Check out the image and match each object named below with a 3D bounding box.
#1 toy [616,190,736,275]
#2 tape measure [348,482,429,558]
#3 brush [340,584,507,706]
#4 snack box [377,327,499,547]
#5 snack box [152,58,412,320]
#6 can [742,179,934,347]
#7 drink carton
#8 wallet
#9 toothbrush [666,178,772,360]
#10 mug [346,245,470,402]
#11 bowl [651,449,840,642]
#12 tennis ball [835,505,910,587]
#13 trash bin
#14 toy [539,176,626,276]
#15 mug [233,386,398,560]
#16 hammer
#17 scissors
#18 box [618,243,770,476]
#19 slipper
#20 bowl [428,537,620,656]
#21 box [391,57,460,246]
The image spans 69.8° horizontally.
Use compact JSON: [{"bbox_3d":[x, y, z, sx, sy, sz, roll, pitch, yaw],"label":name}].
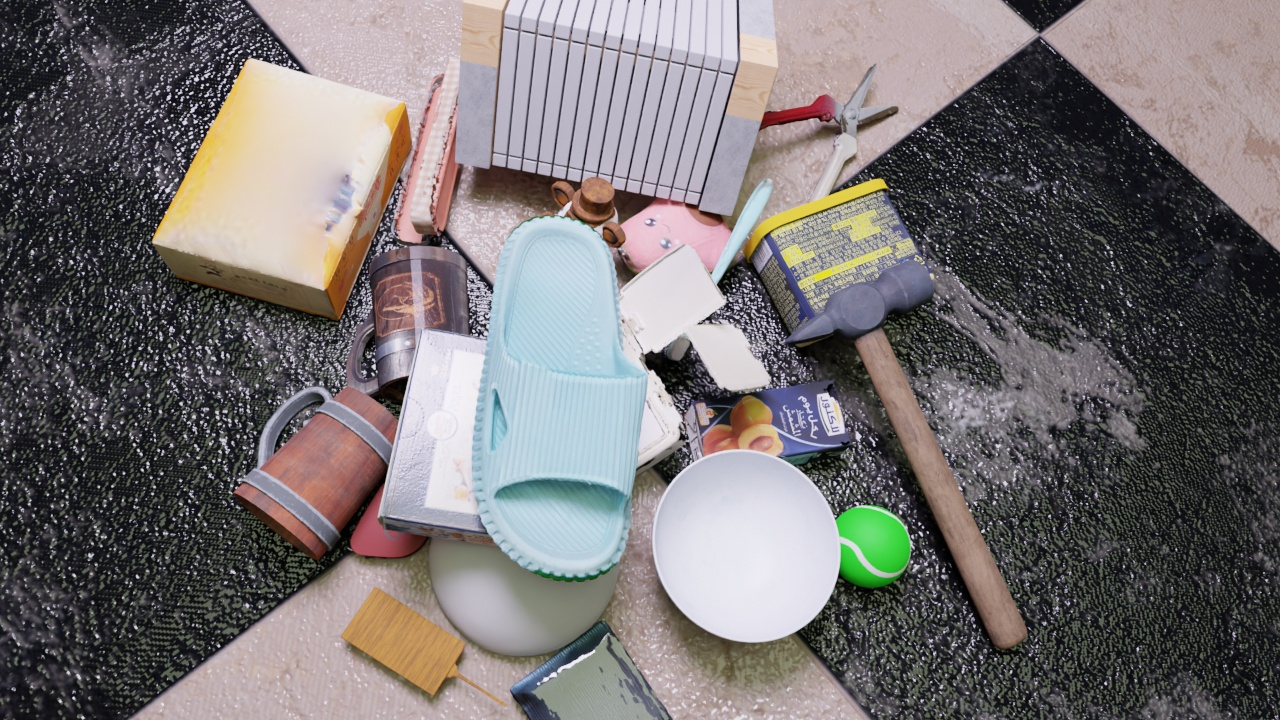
[{"bbox_3d":[0.029,-0.108,0.825,0.109,0.051,0.090,-26,78,-21],"label":"toy"},{"bbox_3d":[-0.192,0.132,0.716,0.051,0.019,0.059,27,74,0],"label":"tape measure"},{"bbox_3d":[-0.158,0.222,0.685,0.126,0.017,0.048,31,67,4],"label":"brush"},{"bbox_3d":[-0.103,0.060,0.669,0.145,0.043,0.144,11,69,-8],"label":"snack box"},{"bbox_3d":[-0.295,-0.150,0.778,0.145,0.081,0.195,15,67,-2],"label":"snack box"},{"bbox_3d":[0.179,-0.087,0.829,0.135,0.075,0.104,-21,76,-16],"label":"can"},{"bbox_3d":[0.108,0.058,0.778,0.130,0.040,0.064,-8,71,-12],"label":"drink carton"},{"bbox_3d":[-0.030,0.266,0.683,0.089,0.026,0.115,-34,77,-18],"label":"wallet"},{"bbox_3d":[0.071,-0.080,0.804,0.016,0.016,0.180,28,90,-12],"label":"toothbrush"},{"bbox_3d":[-0.194,-0.023,0.754,0.116,0.080,0.107,-14,70,16],"label":"mug"},{"bbox_3d":[0.075,0.149,0.718,0.144,0.074,0.143,3,68,-7],"label":"bowl"},{"bbox_3d":[0.184,0.150,0.739,0.065,0.065,0.065,3,68,-8],"label":"tennis ball"},{"bbox_3d":[-0.021,-0.248,0.800,0.247,0.143,0.142,10,44,-4],"label":"trash bin"},{"bbox_3d":[-0.053,-0.106,0.784,0.087,0.113,0.067,40,57,9],"label":"toy"},{"bbox_3d":[-0.252,0.076,0.705,0.117,0.081,0.110,23,61,27],"label":"mug"},{"bbox_3d":[0.236,0.086,0.753,0.129,0.040,0.321,-24,88,-12],"label":"hammer"},{"bbox_3d":[0.182,-0.216,0.896,0.198,0.015,0.179,3,85,-30],"label":"scissors"},{"bbox_3d":[-0.004,0.004,0.734,0.180,0.080,0.143,-33,75,6],"label":"box"},{"bbox_3d":[-0.056,0.012,0.638,0.116,0.070,0.275,3,68,-9],"label":"slipper"},{"bbox_3d":[-0.091,0.147,0.694,0.149,0.043,0.149,-1,75,3],"label":"bowl"},{"bbox_3d":[-0.186,-0.192,0.828,0.067,0.057,0.186,-5,64,24],"label":"box"}]
